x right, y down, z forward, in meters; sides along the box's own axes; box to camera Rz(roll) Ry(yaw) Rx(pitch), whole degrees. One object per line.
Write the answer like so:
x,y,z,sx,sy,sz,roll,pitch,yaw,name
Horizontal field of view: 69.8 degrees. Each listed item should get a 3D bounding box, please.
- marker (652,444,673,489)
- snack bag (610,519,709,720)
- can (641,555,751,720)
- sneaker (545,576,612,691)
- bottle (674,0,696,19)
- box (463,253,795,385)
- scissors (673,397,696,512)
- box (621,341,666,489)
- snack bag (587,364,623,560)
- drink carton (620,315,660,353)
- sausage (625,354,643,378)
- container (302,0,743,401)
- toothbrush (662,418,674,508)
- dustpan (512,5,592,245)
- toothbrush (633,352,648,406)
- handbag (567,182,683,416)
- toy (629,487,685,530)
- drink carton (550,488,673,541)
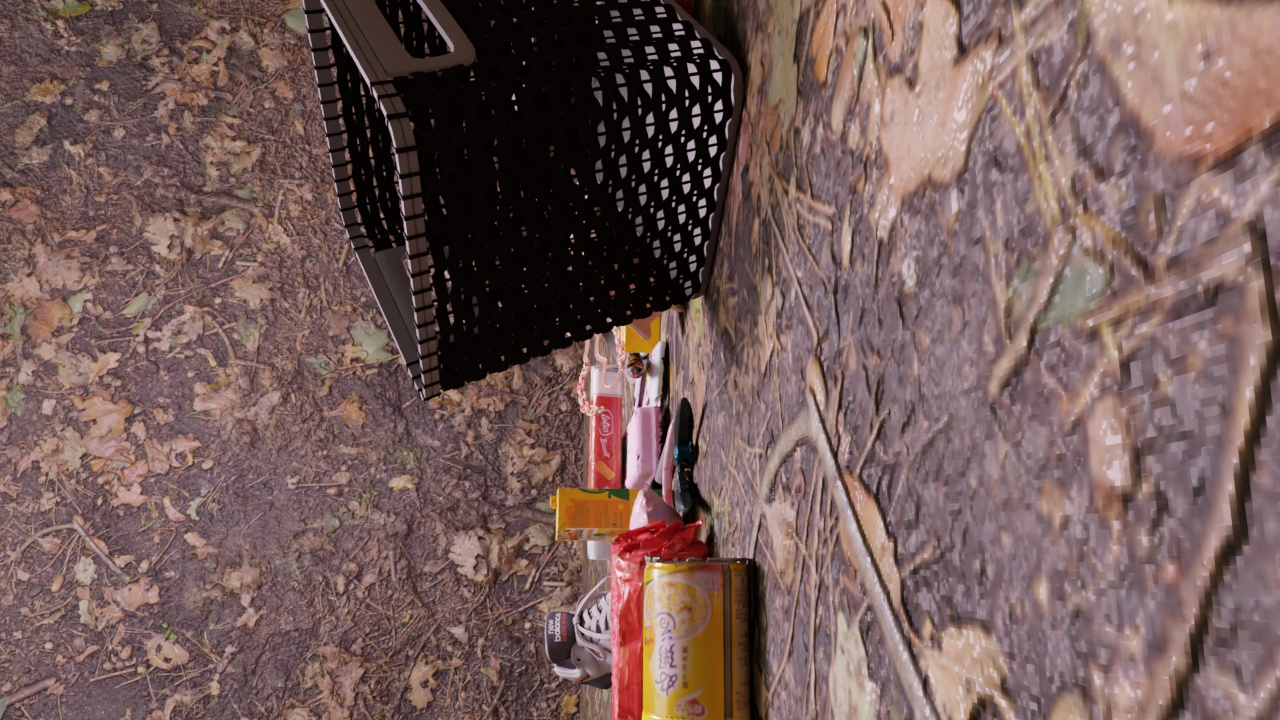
0.027,0.105,0.923,0.139,0.016,0.022,100,-168,-51,marker
0.014,0.210,0.699,0.082,0.082,0.176,117,153,-77,snack bag
0.034,0.176,0.573,0.068,0.067,0.105,118,153,-77,can
-0.033,0.270,0.921,0.088,0.124,0.240,-95,8,-45,sneaker
0.004,-0.309,0.836,0.099,0.099,0.111,113,154,-74,bottle
-0.017,-0.048,1.297,0.167,0.446,0.164,145,136,-83,box
0.038,0.101,0.781,0.117,0.019,0.148,-90,-1,-46,scissors
0.001,0.074,1.052,0.201,0.041,0.153,112,159,-72,box
-0.042,0.116,1.073,0.077,0.041,0.225,-152,62,-85,snack bag
0.000,-0.070,1.076,0.058,0.040,0.122,-167,78,-84,drink carton
-0.006,0.006,1.033,0.155,0.020,0.020,-94,6,-86,sausage
-0.094,-0.159,0.709,0.247,0.243,0.246,56,153,36,container
0.027,0.117,0.872,0.021,0.016,0.135,-60,-27,-66,toothbrush
-0.078,-0.221,0.916,0.162,0.033,0.258,-19,-48,-50,dustpan
-0.005,0.047,1.217,0.187,0.017,0.012,98,151,-45,toothbrush
-0.055,-0.069,0.918,0.188,0.116,0.198,-41,33,27,handbag
0.014,0.152,0.805,0.099,0.053,0.096,-101,-2,-46,toy
-0.030,0.157,0.928,0.058,0.122,0.041,104,166,-66,drink carton
